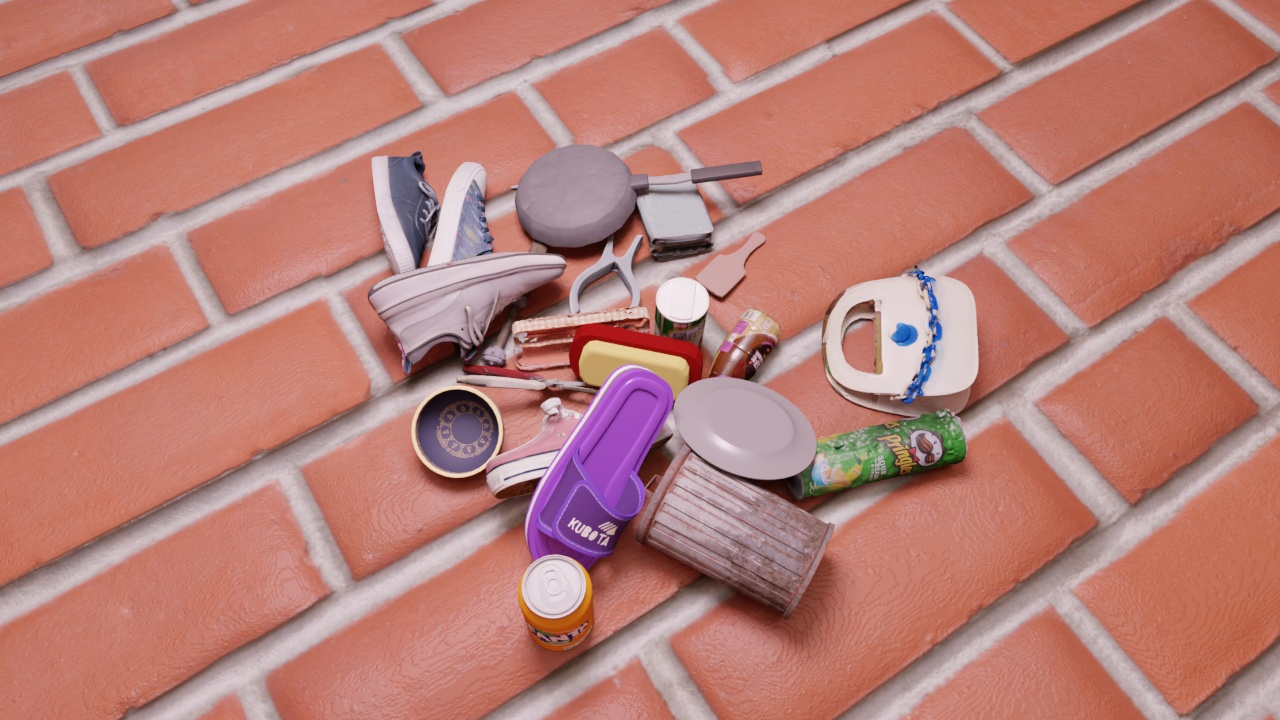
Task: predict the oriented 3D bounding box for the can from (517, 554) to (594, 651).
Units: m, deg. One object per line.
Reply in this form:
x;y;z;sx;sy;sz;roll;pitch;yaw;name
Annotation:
-0.092;0.267;1.012;0.079;0.143;0.079;1;61;-1;can

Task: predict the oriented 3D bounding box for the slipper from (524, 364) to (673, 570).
-0.039;0.138;1.035;0.107;0.084;0.266;25;96;-29;slipper

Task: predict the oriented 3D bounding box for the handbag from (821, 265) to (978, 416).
0.342;-0.027;1.218;0.200;0.093;0.200;1;61;8;handbag

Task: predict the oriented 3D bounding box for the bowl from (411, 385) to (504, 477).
-0.222;0.087;1.147;0.112;0.061;0.112;0;90;2;bowl

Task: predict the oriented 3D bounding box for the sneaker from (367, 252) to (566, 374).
-0.212;-0.071;1.200;0.262;0.097;0.129;-18;105;-21;sneaker

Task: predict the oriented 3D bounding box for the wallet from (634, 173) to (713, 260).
0.045;-0.212;1.329;0.100;0.054;0.131;-6;59;-14;wallet

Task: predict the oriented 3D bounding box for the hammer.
-0.159;-0.128;1.291;0.147;0.028;0.316;12;61;12;hammer

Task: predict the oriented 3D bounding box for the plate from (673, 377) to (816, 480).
0.128;0.075;1.104;0.178;0.012;0.178;10;37;-8;plate

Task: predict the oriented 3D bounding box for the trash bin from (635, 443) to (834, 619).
0.102;0.193;1.066;0.211;0.131;0.130;27;64;11;trash bin

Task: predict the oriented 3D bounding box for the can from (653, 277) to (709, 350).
0.052;-0.049;1.200;0.067;0.121;0.067;0;61;-1;can

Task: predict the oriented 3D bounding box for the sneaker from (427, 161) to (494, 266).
-0.240;-0.177;1.286;0.079;0.088;0.235;11;65;-2;sneaker

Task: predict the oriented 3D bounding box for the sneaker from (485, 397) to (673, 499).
-0.079;0.098;1.117;0.240;0.119;0.087;-12;67;-25;sneaker

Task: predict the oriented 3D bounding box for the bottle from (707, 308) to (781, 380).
0.120;0.010;1.206;0.059;0.060;0.165;32;74;15;bottle

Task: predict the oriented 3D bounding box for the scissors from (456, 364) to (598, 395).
-0.154;0.026;1.185;0.194;0.179;0.015;14;100;35;scissors

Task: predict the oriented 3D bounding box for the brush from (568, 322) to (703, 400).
-0.007;0.007;1.181;0.173;0.082;0.041;11;43;1;brush

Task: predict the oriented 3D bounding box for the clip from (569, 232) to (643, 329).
-0.068;-0.118;1.288;0.141;0.029;0.171;6;61;0;clip

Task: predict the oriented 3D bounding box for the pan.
-0.007;-0.254;1.301;0.357;0.041;0.178;-7;58;5;pan

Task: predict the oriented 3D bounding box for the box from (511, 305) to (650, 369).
-0.078;-0.029;1.218;0.187;0.083;0.043;-8;48;-3;box

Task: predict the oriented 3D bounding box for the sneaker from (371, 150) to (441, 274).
-0.325;-0.207;1.300;0.087;0.089;0.235;-10;58;-12;sneaker

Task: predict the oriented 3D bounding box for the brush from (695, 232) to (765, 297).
0.135;-0.139;1.314;0.050;0.015;0.135;37;61;16;brush

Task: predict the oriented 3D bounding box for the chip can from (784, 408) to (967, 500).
0.288;0.117;1.144;0.223;0.076;0.075;-12;62;-8;chip can
